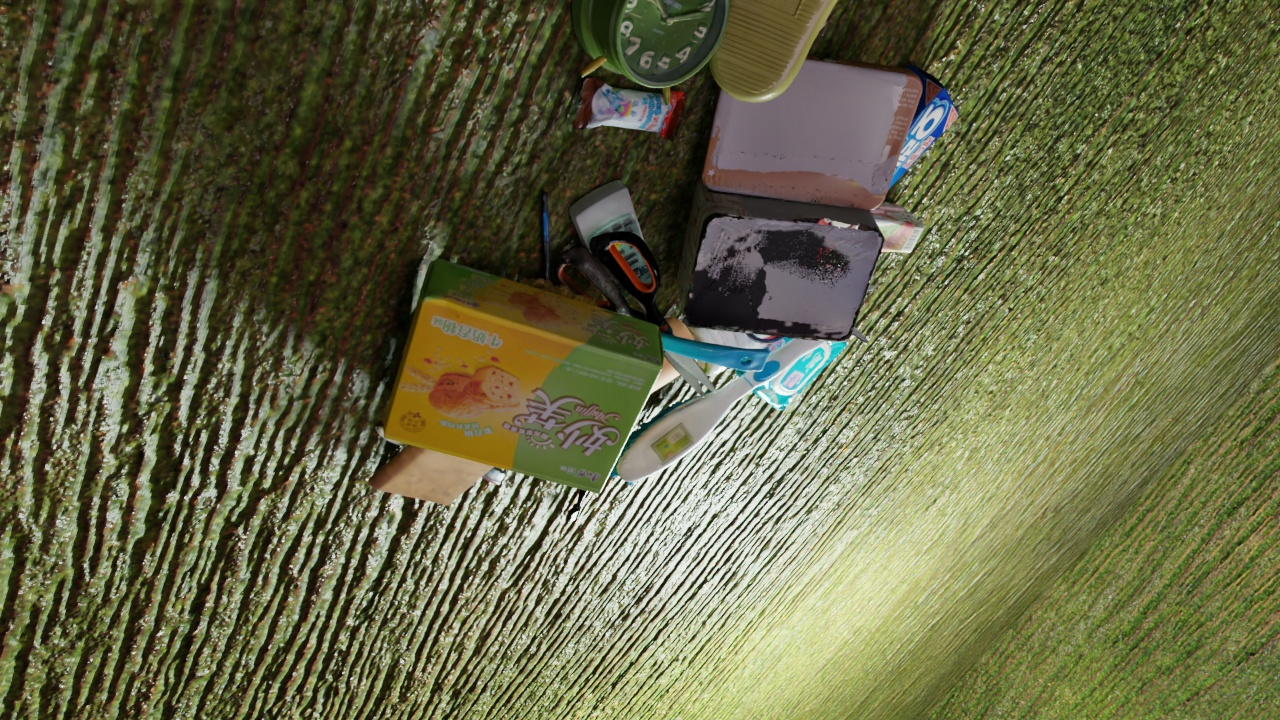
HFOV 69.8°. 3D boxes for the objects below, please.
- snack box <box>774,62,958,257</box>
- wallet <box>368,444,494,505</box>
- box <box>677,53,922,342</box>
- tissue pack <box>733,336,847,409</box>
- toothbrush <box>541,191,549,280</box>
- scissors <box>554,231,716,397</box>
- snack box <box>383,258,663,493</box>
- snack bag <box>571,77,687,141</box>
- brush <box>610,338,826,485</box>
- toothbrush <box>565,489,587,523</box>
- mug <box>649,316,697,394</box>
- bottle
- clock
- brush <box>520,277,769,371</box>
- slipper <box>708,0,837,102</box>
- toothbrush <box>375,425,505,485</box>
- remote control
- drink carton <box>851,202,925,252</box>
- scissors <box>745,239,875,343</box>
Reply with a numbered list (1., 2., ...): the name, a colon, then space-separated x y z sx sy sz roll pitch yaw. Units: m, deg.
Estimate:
1. snack box: 0.227 -0.200 0.937 0.208 0.057 0.058 -47 142 12
2. wallet: -0.194 0.102 0.909 0.101 0.020 0.115 -40 146 13
3. box: 0.140 -0.150 0.852 0.177 0.082 0.260 6 125 -8
4. tissue pack: 0.184 -0.008 1.104 0.134 0.050 0.093 -49 141 12
5. toothbrush: -0.089 -0.075 0.847 0.016 0.014 0.190 -2 134 -6
6. scissors: 0.021 -0.038 0.871 0.234 0.021 0.149 30 135 -20
7. snack box: -0.104 0.018 0.807 0.210 0.070 0.158 17 123 -13
8. snack bag: -0.008 -0.209 0.762 0.105 0.026 0.045 -3 134 -34
9. brush: 0.097 0.042 1.042 0.314 0.060 0.109 -36 180 -7
10. toothbrush: -0.051 0.112 1.056 0.027 0.026 0.213 -30 149 -51
11. mug: -0.006 0.006 0.949 0.122 0.078 0.078 -26 141 -23
12. bottle: 0.139 -0.053 1.012 0.196 0.068 0.068 -27 141 -19
13. clock: 0.019 -0.279 0.689 0.116 0.056 0.161 3 126 -42
14. brush: -0.007 -0.023 0.845 0.254 0.045 0.083 12 130 -5
15. slipper: 0.119 -0.301 0.740 0.191 0.091 0.081 -63 177 15
16. toothbrush: -0.198 0.096 0.930 0.017 0.016 0.187 -51 142 3
17. remote control: -0.024 -0.106 0.860 0.056 0.019 0.135 -31 142 -9
18. drink carton: 0.255 -0.150 1.014 0.122 0.053 0.046 -2 128 -38
19. scissors: 0.177 -0.065 0.985 0.174 0.162 0.012 -36 -173 -20
